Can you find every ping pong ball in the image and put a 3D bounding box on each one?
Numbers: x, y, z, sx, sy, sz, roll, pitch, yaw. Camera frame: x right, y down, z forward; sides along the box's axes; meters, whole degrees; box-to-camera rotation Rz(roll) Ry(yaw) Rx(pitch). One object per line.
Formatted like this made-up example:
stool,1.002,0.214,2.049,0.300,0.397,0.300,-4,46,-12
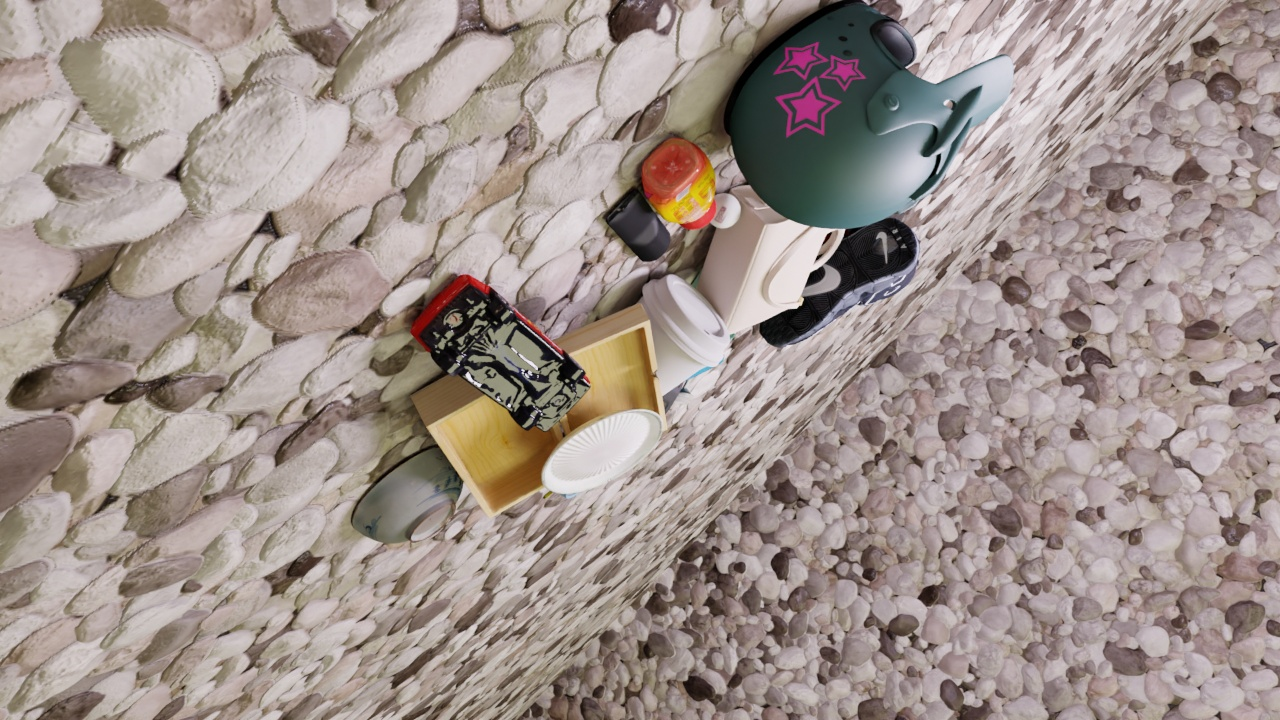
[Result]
ping pong ball,0.096,-0.174,1.066,0.040,0.040,0.040,-38,162,-15

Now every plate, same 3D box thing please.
plate,-0.045,0.104,1.071,0.156,0.014,0.157,-22,149,-14

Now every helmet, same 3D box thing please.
helmet,0.232,-0.244,0.934,0.274,0.200,0.177,-37,162,-18

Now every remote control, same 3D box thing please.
remote control,0.001,-0.139,0.975,0.045,0.021,0.140,-46,161,3

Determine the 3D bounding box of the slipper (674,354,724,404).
slipper,0.029,0.055,1.361,0.294,0.060,0.118,-26,-179,-38

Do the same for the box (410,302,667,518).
box,-0.096,0.061,1.019,0.253,0.068,0.247,-21,150,-5

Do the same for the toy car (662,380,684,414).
toy car,0.002,0.056,1.229,0.094,0.071,0.192,32,94,-34

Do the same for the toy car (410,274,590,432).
toy car,-0.124,-0.002,0.856,0.081,0.056,0.189,-44,130,3

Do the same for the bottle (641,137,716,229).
bottle,0.044,-0.175,0.938,0.071,0.048,0.134,-44,162,3

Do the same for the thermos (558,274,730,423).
thermos,-0.007,0.006,1.144,0.222,0.131,0.131,-42,164,21

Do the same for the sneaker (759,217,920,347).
sneaker,0.289,-0.102,1.303,0.253,0.097,0.150,-34,159,24

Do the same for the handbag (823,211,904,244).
handbag,0.328,-0.216,1.373,0.200,0.102,0.196,-53,160,27

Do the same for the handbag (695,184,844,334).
handbag,0.184,-0.139,1.173,0.197,0.101,0.195,-16,141,-32

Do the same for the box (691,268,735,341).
box,0.106,-0.080,1.296,0.138,0.052,0.187,-5,141,-42

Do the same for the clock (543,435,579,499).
clock,-0.086,0.146,1.380,0.161,0.060,0.118,-26,154,-54

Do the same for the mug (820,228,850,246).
mug,0.240,-0.185,1.267,0.114,0.087,0.089,35,123,-30

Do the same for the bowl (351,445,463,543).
bowl,-0.256,0.168,1.064,0.150,0.057,0.151,-38,161,-16
